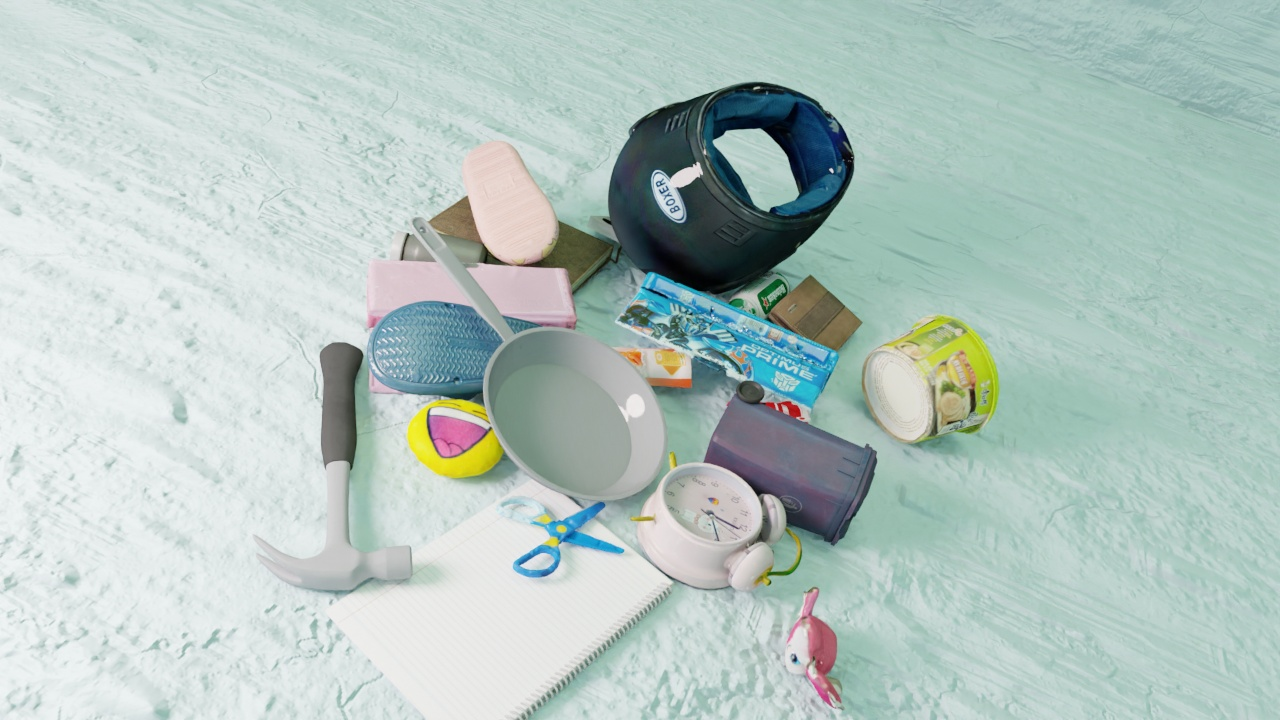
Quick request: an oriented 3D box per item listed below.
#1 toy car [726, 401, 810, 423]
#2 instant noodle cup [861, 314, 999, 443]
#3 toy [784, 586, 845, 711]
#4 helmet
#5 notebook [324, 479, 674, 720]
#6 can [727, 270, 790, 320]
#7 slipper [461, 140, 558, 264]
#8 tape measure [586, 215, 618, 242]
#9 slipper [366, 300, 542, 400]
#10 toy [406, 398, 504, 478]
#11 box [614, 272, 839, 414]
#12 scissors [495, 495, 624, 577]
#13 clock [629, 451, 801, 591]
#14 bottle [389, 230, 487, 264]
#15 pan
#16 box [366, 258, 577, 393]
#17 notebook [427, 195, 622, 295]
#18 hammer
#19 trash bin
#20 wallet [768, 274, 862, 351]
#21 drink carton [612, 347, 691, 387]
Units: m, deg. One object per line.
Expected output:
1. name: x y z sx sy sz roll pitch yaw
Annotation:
1. toy car: 0.145 0.061 1.045 0.089 0.025 0.038 7 39 -12
2. instant noodle cup: 0.331 0.026 1.068 0.097 0.146 0.146 -18 48 -22
3. toy: 0.146 0.253 0.788 0.050 0.065 0.102 -17 43 9
4. helmet: 0.100 -0.218 1.198 0.315 0.237 0.249 -27 86 -41
5. notebook: -0.110 0.205 0.786 0.178 0.013 0.244 35 41 25
6. can: 0.155 -0.080 1.200 0.053 0.053 0.100 32 40 19
7. slipper: -0.161 -0.186 1.139 0.093 0.081 0.197 -27 61 -3
8. tape measure: -0.035 -0.181 1.270 0.065 0.017 0.064 29 19 21
9. slipper: -0.180 -0.007 0.953 0.213 0.059 0.103 2 67 -34
10. toy: -0.180 0.076 0.895 0.095 0.041 0.094 17 41 -4
11. box: 0.106 -0.030 1.062 0.243 0.071 0.170 24 11 10
12. scissors: -0.080 0.155 0.842 0.127 0.015 0.125 38 39 25
13. clock: 0.076 0.160 0.870 0.158 0.059 0.116 24 39 9
14. bottle: -0.242 -0.123 1.103 0.108 0.060 0.060 12 38 -6
15. pan: -0.118 -0.003 0.922 0.356 0.051 0.200 46 43 6
16. box: -0.183 -0.040 1.018 0.232 0.039 0.178 0 52 -19
17. notebook: -0.146 -0.162 1.207 0.215 0.035 0.189 26 38 12
18. hammer: -0.285 0.084 0.854 0.125 0.030 0.310 -2 40 -16
19. trash bin: 0.152 0.107 0.937 0.161 0.094 0.092 24 48 12
20. wallet: 0.230 -0.054 1.197 0.098 0.027 0.120 45 46 6
21. drink carton: -0.006 0.006 1.056 0.122 0.039 0.069 2 40 -9
